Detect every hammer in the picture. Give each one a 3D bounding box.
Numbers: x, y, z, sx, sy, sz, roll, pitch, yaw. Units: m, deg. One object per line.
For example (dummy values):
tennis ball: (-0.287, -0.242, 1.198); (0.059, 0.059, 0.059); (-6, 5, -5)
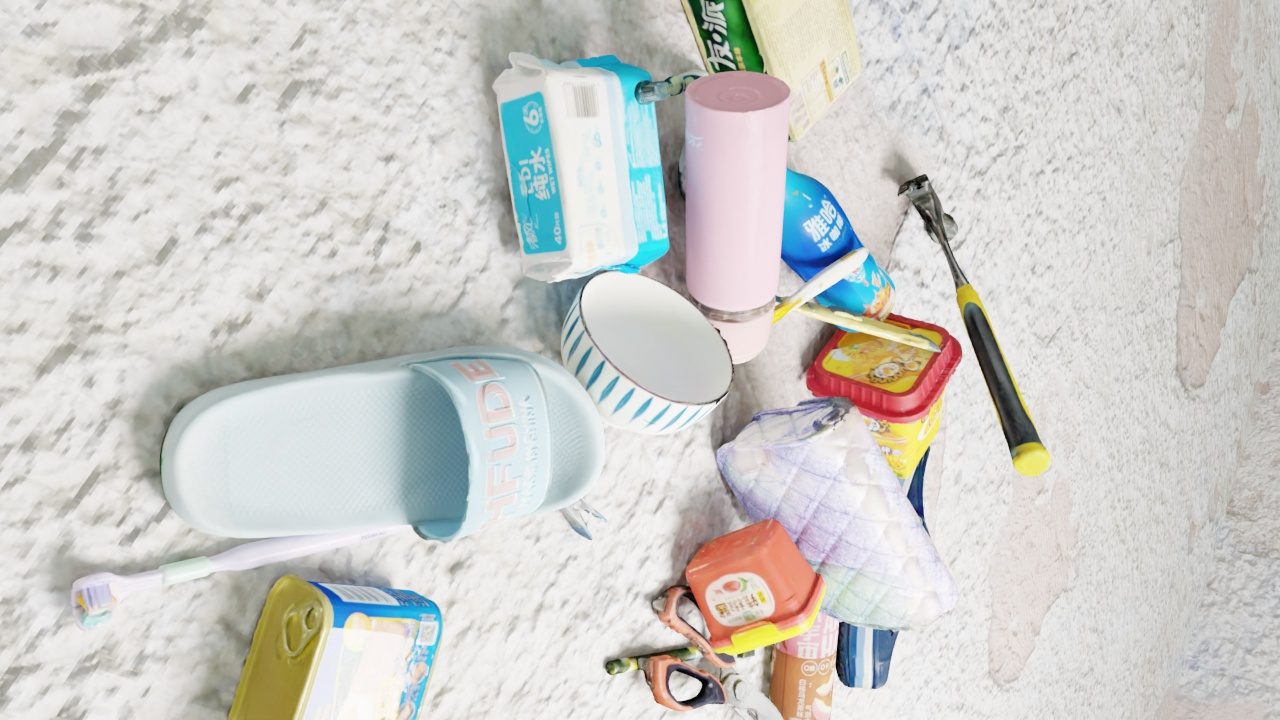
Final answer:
hammer: (0.299, -0.045, 0.833); (0.126, 0.032, 0.322); (38, 35, -44)

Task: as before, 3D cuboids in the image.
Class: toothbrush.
toothbrush: (0.027, -0.179, 0.596); (0.191, 0.018, 0.016); (-51, 135, -65)
toothbrush: (-0.189, 0.100, 0.479); (0.188, 0.021, 0.029); (-8, 118, -48)
toothbrush: (0.105, -0.040, 0.721); (0.191, 0.018, 0.016); (-34, 131, -13)
toothbrush: (0.039, 0.244, 0.752); (0.185, 0.012, 0.017); (10, 77, -47)

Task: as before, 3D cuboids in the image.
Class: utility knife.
utility knife: (0.163, -0.035, 0.766); (0.198, 0.031, 0.021); (10, 112, -15)

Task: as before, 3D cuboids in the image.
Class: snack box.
snack box: (0.089, 0.176, 0.727); (0.080, 0.091, 0.081); (62, 27, -2)
snack box: (0.083, -0.287, 0.661); (0.114, 0.063, 0.240); (-49, 129, -29)

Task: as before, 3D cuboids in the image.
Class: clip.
clip: (-0.047, 0.099, 0.626); (0.041, 0.026, 0.058); (-47, 128, -20)

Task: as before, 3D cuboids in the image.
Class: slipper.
slipper: (0.252, 0.199, 0.894); (0.105, 0.095, 0.252); (67, 39, -65)
slipper: (-0.118, 0.047, 0.490); (0.244, 0.074, 0.104); (-2, 99, -37)

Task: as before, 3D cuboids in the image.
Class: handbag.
handbag: (0.157, 0.122, 0.741); (0.075, 0.134, 0.194); (-41, 108, -31)

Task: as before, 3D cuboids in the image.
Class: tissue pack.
tissue pack: (-0.036, -0.118, 0.565); (0.089, 0.063, 0.140); (-17, 103, -43)

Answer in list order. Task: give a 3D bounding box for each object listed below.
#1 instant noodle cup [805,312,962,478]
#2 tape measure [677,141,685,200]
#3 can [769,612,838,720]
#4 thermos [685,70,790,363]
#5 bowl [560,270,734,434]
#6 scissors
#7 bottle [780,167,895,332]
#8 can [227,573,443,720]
instant noodle cup: (0.226, 0.035, 0.847); (0.115, 0.116, 0.124); (-48, 140, -30)
tape measure: (0.060, -0.136, 0.661); (0.033, 0.066, 0.066); (-87, 153, -45)
can: (0.150, 0.271, 0.843); (0.057, 0.058, 0.147); (-6, 101, -46)
thermos: (0.060, -0.095, 0.629); (0.067, 0.087, 0.199); (-14, 131, -12)
bowl: (-0.004, 0.004, 0.607); (0.116, 0.116, 0.066); (-8, 146, -46)
scissors: (0.065, 0.276, 0.755); (0.196, 0.015, 0.205); (-13, 93, -49)
bottle: (0.143, -0.101, 0.758); (0.218, 0.065, 0.065); (40, 69, -43)
can: (-0.162, 0.172, 0.496); (0.083, 0.057, 0.102); (23, 81, -49)
